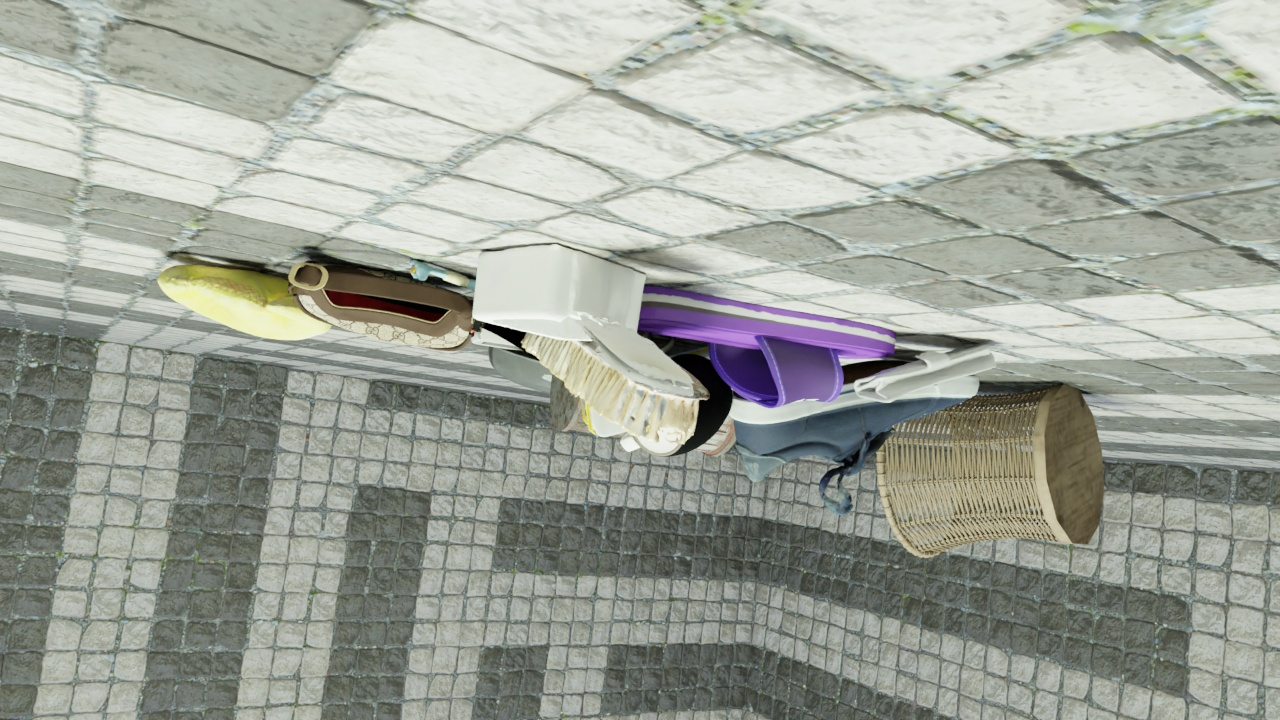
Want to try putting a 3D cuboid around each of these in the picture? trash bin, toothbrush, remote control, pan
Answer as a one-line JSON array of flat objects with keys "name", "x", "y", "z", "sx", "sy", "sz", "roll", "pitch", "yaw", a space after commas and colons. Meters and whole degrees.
[{"name": "trash bin", "x": 0.016, "y": 0.034, "z": 1.046, "sx": 0.211, "sy": 0.130, "sz": 0.131, "roll": 10, "pitch": 174, "yaw": -21}, {"name": "toothbrush", "x": -0.147, "y": -0.065, "z": 0.829, "sx": 0.154, "sy": 0.016, "sz": 0.022, "roll": 16, "pitch": -148, "yaw": -55}, {"name": "remote control", "x": -0.132, "y": -0.025, "z": 0.987, "sx": 0.152, "sy": 0.020, "sz": 0.041, "roll": 25, "pitch": -162, "yaw": 34}, {"name": "remote control", "x": -0.146, "y": -0.024, "z": 1.170, "sx": 0.138, "sy": 0.025, "sz": 0.060, "roll": 9, "pitch": 174, "yaw": -18}, {"name": "pan", "x": -0.041, "y": 0.040, "z": 1.239, "sx": 0.357, "sy": 0.041, "sz": 0.178, "roll": 16, "pitch": -175, "yaw": 14}]

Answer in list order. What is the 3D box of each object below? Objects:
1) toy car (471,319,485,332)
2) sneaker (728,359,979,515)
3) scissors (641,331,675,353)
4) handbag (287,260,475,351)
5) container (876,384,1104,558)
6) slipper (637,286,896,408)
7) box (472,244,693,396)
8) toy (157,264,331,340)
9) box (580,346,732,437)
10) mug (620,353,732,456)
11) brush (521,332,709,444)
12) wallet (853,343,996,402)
[{"name": "toy car", "x": -0.214, "y": -0.042, "z": 0.964, "sx": 0.100, "sy": 0.048, "sz": 0.051, "roll": 5, "pitch": 174, "yaw": 11}, {"name": "sneaker", "x": 0.231, "y": 0.073, "z": 0.961, "sx": 0.294, "sy": 0.127, "sz": 0.121, "roll": -11, "pitch": -166, "yaw": -21}, {"name": "scissors", "x": -0.022, "y": 0.003, "z": 0.925, "sx": 0.132, "sy": 0.013, "sz": 0.169, "roll": 22, "pitch": -141, "yaw": 33}, {"name": "handbag", "x": -0.229, "y": -0.055, "z": 0.816, "sx": 0.166, "sy": 0.063, "sz": 0.138, "roll": 14, "pitch": 168, "yaw": -13}, {"name": "container", "x": 0.437, "y": 0.131, "z": 1.136, "sx": 0.197, "sy": 0.226, "sz": 0.226, "roll": -9, "pitch": 165, "yaw": 44}, {"name": "slipper", "x": 0.102, "y": 0.000, "z": 0.835, "sx": 0.266, "sy": 0.084, "sz": 0.107, "roll": 9, "pitch": 174, "yaw": -23}, {"name": "box", "x": -0.035, "y": -0.038, "z": 0.679, "sx": 0.110, "sy": 0.083, "sz": 0.191, "roll": 11, "pitch": -170, "yaw": -47}, {"name": "toy", "x": -0.394, "y": -0.059, "z": 0.930, "sx": 0.170, "sy": 0.064, "sz": 0.155, "roll": 13, "pitch": 175, "yaw": -4}, {"name": "box", "x": 0.037, "y": 0.026, "z": 0.960, "sx": 0.209, "sy": 0.064, "sz": 0.033, "roll": -14, "pitch": -159, "yaw": -22}, {"name": "mug", "x": 0.022, "y": 0.056, "z": 0.874, "sx": 0.119, "sy": 0.085, "sz": 0.100, "roll": -36, "pitch": -178, "yaw": 29}, {"name": "brush", "x": -0.031, "y": 0.003, "z": 0.811, "sx": 0.083, "sy": 0.057, "sz": 0.271, "roll": 13, "pitch": -169, "yaw": -30}, {"name": "wallet", "x": 0.263, "y": 0.009, "z": 0.860, "sx": 0.116, "sy": 0.032, "sz": 0.086, "roll": -17, "pitch": 179, "yaw": -9}]
